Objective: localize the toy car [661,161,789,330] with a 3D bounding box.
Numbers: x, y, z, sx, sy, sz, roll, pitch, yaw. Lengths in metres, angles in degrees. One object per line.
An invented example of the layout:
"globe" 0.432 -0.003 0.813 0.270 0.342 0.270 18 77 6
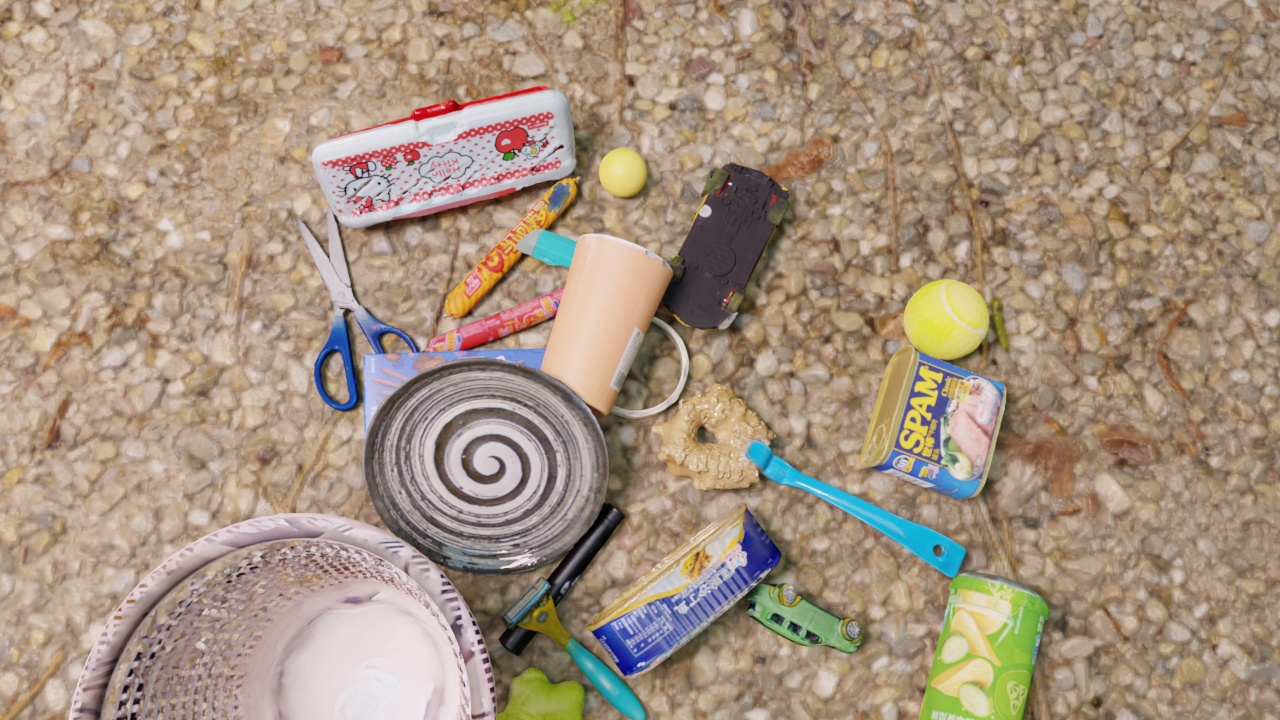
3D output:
"toy car" 0.067 -0.093 0.752 0.071 0.041 0.155 25 74 2

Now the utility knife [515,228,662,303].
"utility knife" -0.021 -0.071 0.751 0.164 0.013 0.029 20 70 -7

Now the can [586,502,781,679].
"can" 0.033 0.168 0.673 0.148 0.075 0.049 -36 85 -10

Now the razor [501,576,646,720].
"razor" -0.042 0.219 0.673 0.043 0.028 0.132 -46 100 -15

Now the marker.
"marker" -0.060 0.164 0.695 0.022 0.020 0.132 34 76 20

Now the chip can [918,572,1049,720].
"chip can" 0.237 0.266 0.664 0.072 0.073 0.221 19 76 1

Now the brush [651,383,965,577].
"brush" 0.129 0.096 0.706 0.255 0.046 0.083 26 73 8

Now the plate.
"plate" -0.112 0.078 0.673 0.179 0.024 0.180 -1 111 -2

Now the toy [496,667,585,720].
"toy" -0.085 0.274 0.661 0.096 0.031 0.100 20 78 -8

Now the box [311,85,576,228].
"box" -0.154 -0.171 0.728 0.201 0.099 0.095 -16 79 -8

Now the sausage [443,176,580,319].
"sausage" -0.104 -0.094 0.752 0.021 0.021 0.165 39 77 6

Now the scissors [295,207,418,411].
"scissors" -0.243 -0.038 0.733 0.171 0.012 0.141 37 75 4

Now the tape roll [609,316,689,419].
"tape roll" -0.004 0.004 0.739 0.086 0.014 0.085 1 77 -4

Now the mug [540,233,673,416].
"mug" -0.031 -0.024 0.693 0.078 0.078 0.122 19 78 1

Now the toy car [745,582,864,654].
"toy car" 0.122 0.195 0.688 0.091 0.043 0.036 24 73 3

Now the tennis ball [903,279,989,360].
"tennis ball" 0.246 -0.032 0.738 0.065 0.065 0.065 1 77 -4

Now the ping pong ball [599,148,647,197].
"ping pong ball" -0.014 -0.156 0.763 0.040 0.040 0.040 1 77 -4

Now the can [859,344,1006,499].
"can" 0.231 0.050 0.723 0.083 0.057 0.102 20 77 -1

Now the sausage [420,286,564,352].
"sausage" -0.102 -0.033 0.739 0.155 0.020 0.020 -22 79 -8

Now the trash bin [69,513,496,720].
"trash bin" -0.199 0.218 0.583 0.227 0.192 0.227 1 76 -4

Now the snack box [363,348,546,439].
"snack box" -0.133 0.035 0.710 0.157 0.026 0.084 -2 77 -10
